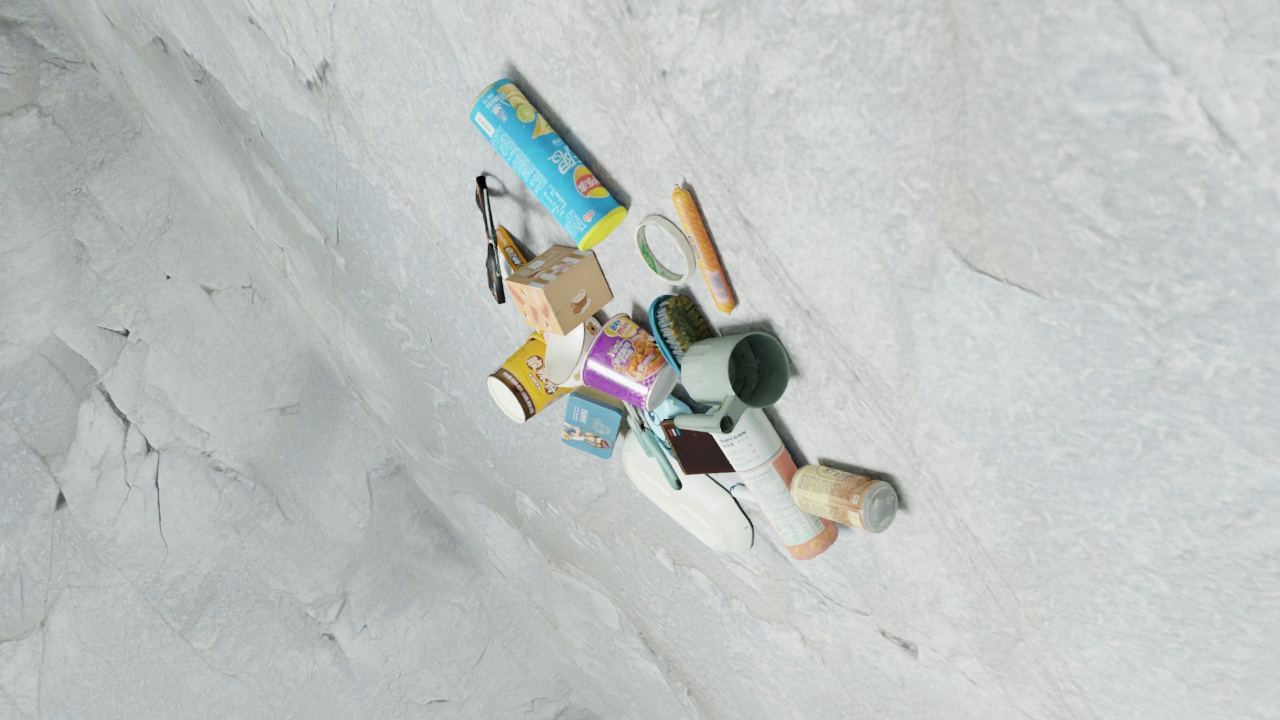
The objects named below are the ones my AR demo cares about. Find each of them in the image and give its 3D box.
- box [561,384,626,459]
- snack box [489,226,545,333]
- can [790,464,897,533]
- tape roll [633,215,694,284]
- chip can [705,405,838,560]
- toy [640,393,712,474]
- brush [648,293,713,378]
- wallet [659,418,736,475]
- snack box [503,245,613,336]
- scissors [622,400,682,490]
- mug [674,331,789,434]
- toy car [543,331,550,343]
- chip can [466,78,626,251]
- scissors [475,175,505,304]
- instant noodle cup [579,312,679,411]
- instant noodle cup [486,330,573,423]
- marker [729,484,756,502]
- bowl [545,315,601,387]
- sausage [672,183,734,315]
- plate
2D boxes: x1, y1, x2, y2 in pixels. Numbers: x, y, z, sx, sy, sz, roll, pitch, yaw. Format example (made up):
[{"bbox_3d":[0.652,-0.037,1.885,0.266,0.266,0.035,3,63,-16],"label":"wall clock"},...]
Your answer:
[{"bbox_3d":[-0.066,0.080,1.391,0.090,0.062,0.185,19,151,4],"label":"box"},{"bbox_3d":[-0.176,-0.117,1.341,0.153,0.026,0.075,54,158,24],"label":"snack box"},{"bbox_3d":[0.231,0.156,1.045,0.116,0.058,0.058,10,133,54],"label":"can"},{"bbox_3d":[0.027,-0.126,1.054,0.086,0.013,0.086,38,151,25],"label":"tape roll"},{"bbox_3d":[0.161,0.142,1.125,0.215,0.071,0.071,57,154,-12],"label":"chip can"},{"bbox_3d":[0.049,0.095,1.272,0.161,0.049,0.157,42,156,7],"label":"toy"},{"bbox_3d":[0.053,-0.016,1.109,0.074,0.055,0.144,-2,123,57],"label":"brush"},{"bbox_3d":[0.096,0.109,1.199,0.122,0.020,0.096,-9,121,33],"label":"wallet"},{"bbox_3d":[-0.109,-0.094,1.223,0.094,0.092,0.077,17,138,49],"label":"snack box"},{"bbox_3d":[0.016,0.117,1.289,0.172,0.019,0.177,54,170,31],"label":"scissors"},{"bbox_3d":[0.094,0.027,1.028,0.083,0.123,0.103,41,162,-21],"label":"mug"},{"bbox_3d":[-0.110,-0.007,1.406,0.122,0.037,0.056,49,153,5],"label":"toy car"},{"bbox_3d":[-0.110,-0.229,1.075,0.210,0.071,0.071,49,154,4],"label":"chip can"},{"bbox_3d":[-0.205,-0.162,1.241,0.233,0.021,0.221,-109,13,-44],"label":"scissors"},{"bbox_3d":[-0.007,0.007,1.189,0.099,0.111,0.112,29,148,20],"label":"instant noodle cup"},{"bbox_3d":[-0.174,0.030,1.469,0.118,0.114,0.119,38,151,26],"label":"instant noodle cup"},{"bbox_3d":[0.166,0.185,1.232,0.022,0.018,0.131,14,176,-36],"label":"marker"},{"bbox_3d":[-0.083,-0.012,1.303,0.062,0.113,0.114,16,171,-30],"label":"bowl"},{"bbox_3d":[0.069,-0.117,0.990,0.021,0.021,0.165,13,135,52],"label":"sausage"},{"bbox_3d":[0.061,0.206,1.412,0.266,0.034,0.162,36,151,27],"label":"plate"}]
